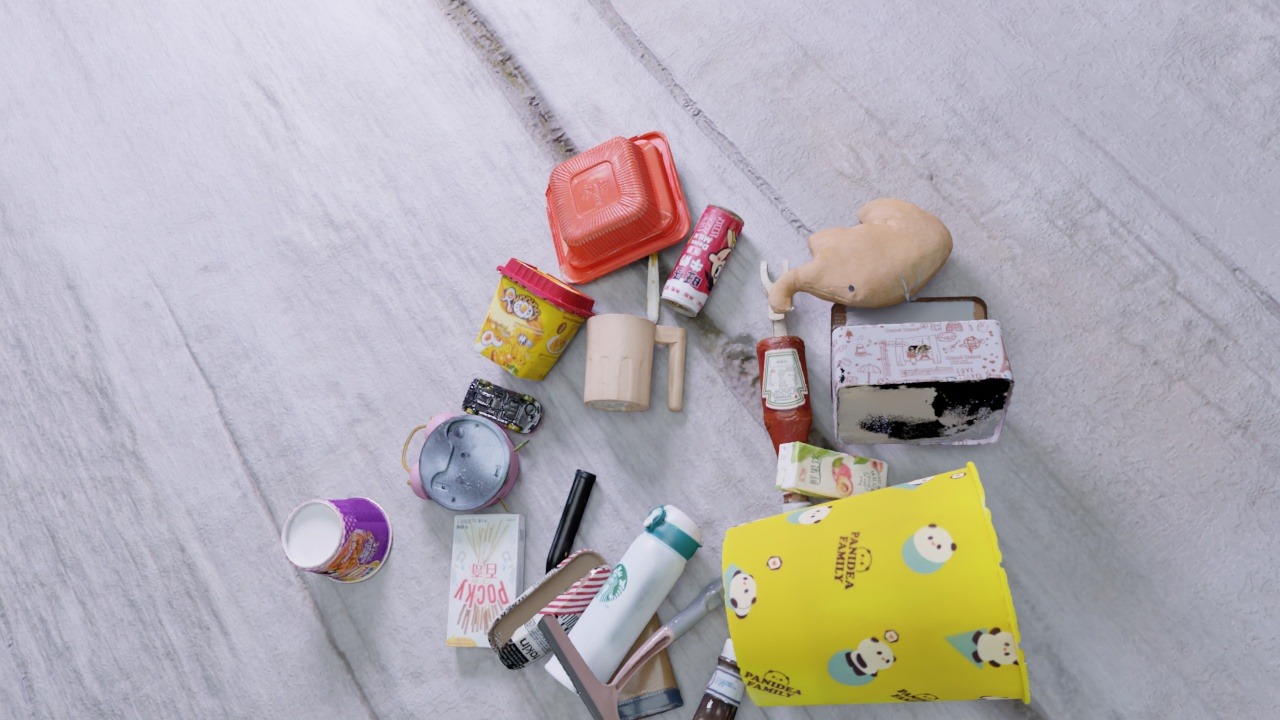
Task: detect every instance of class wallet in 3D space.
[{"bbox_3d":[-0.010,0.346,1.038,0.090,0.033,0.115,-19,71,5],"label":"wallet"}]

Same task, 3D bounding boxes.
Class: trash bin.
[{"bbox_3d":[0.229,0.237,0.918,0.256,0.229,0.229,-13,73,15],"label":"trash bin"}]

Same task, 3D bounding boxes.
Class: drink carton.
[{"bbox_3d":[0.209,0.127,1.009,0.122,0.046,0.053,14,75,-21],"label":"drink carton"}]

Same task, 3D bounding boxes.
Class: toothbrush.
[{"bbox_3d":[-0.099,0.234,1.093,0.027,0.026,0.212,10,78,50],"label":"toothbrush"},{"bbox_3d":[0.018,-0.137,1.170,0.016,0.018,0.191,-3,77,16],"label":"toothbrush"}]

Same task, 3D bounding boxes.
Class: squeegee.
[{"bbox_3d":[0.030,0.302,0.993,0.248,0.040,0.248,-35,106,-31],"label":"squeegee"}]

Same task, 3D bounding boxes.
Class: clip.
[{"bbox_3d":[0.165,-0.078,1.109,0.034,0.061,0.097,-6,64,10],"label":"clip"}]

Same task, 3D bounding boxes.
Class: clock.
[{"bbox_3d":[-0.224,0.124,1.133,0.158,0.060,0.117,13,80,14],"label":"clock"}]

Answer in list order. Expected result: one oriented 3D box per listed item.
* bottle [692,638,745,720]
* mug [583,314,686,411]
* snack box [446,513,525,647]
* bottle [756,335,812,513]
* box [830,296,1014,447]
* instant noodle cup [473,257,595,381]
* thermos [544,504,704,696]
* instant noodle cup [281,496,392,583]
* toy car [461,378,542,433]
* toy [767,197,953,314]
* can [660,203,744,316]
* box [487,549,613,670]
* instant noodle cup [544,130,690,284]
[{"bbox_3d":[0.074,0.396,0.980,0.044,0.080,0.194,18,73,20],"label":"bottle"},{"bbox_3d":[-0.007,0.006,1.110,0.124,0.084,0.103,6,77,-13],"label":"mug"},{"bbox_3d":[-0.185,0.264,1.103,0.085,0.027,0.156,-3,74,12],"label":"snack box"},{"bbox_3d":[0.171,0.076,1.055,0.060,0.059,0.206,-7,80,11],"label":"bottle"},{"bbox_3d":[0.302,-0.012,1.014,0.183,0.156,0.192,-2,56,10],"label":"box"},{"bbox_3d":[-0.135,-0.047,1.136,0.116,0.116,0.124,30,95,18],"label":"instant noodle cup"},{"bbox_3d":[-0.015,0.263,1.016,0.073,0.073,0.224,32,76,19],"label":"thermos"},{"bbox_3d":[-0.376,0.217,1.123,0.112,0.099,0.111,-3,76,12],"label":"instant noodle cup"},{"bbox_3d":[-0.172,0.059,1.151,0.106,0.031,0.049,17,81,18],"label":"toy car"},{"bbox_3d":[0.251,-0.109,1.037,0.225,0.083,0.143,-31,42,-22],"label":"toy"},{"bbox_3d":[0.076,-0.123,1.131,0.053,0.053,0.132,25,82,18],"label":"can"},{"bbox_3d":[-0.102,0.284,1.059,0.163,0.075,0.081,-40,44,-11],"label":"box"},{"bbox_3d":[-0.043,-0.201,1.158,0.189,0.079,0.164,-23,68,19],"label":"instant noodle cup"}]
